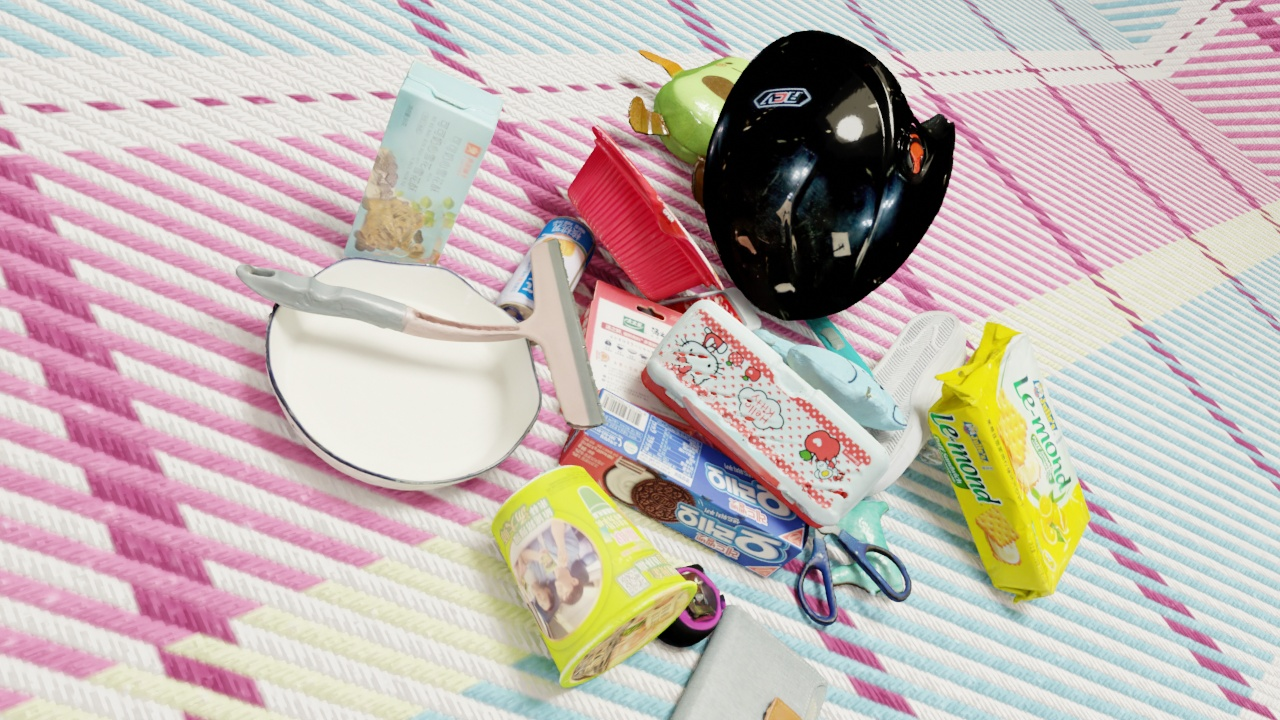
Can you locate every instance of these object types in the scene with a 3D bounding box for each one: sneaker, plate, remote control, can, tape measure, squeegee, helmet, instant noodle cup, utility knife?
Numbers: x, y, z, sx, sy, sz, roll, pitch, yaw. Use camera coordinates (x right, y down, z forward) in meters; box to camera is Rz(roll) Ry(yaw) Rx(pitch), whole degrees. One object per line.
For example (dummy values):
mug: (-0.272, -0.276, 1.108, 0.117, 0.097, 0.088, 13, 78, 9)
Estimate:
sneaker: (0.265, 0.058, 0.927, 0.241, 0.090, 0.091, -50, 130, -31)
plate: (-0.178, 0.011, 0.697, 0.204, 0.046, 0.204, 17, 47, -19)
remote control: (0.063, -0.041, 0.913, 0.135, 0.020, 0.056, -13, 62, -39)
can: (-0.085, -0.072, 0.818, 0.053, 0.053, 0.134, 31, 44, -7)
tape measure: (0.033, 0.184, 0.693, 0.057, 0.039, 0.057, -2, 57, -34)
squeegee: (-0.168, -0.036, 0.682, 0.249, 0.040, 0.247, 9, 36, -20)
helmet: (0.175, -0.179, 0.930, 0.234, 0.275, 0.229, 12, 54, 36)
instant noodle cup: (-0.005, -0.124, 0.857, 0.194, 0.066, 0.193, 52, 3, -4)
utility knife: (0.196, -0.029, 0.963, 0.029, 0.013, 0.186, -14, 44, -16)
instant noodle cup: (-0.040, 0.142, 0.640, 0.111, 0.112, 0.123, -16, 58, -40)

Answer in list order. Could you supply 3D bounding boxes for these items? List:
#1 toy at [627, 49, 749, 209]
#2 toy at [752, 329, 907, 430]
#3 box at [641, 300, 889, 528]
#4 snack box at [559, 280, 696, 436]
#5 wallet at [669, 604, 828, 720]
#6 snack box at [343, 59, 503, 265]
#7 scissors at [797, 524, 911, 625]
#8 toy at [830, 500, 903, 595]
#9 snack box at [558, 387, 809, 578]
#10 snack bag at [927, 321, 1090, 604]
toy: (0.084, -0.291, 1.083, 0.227, 0.090, 0.245, 41, 47, -6)
toy: (0.176, 0.016, 0.867, 0.161, 0.050, 0.156, 33, 2, -2)
box: (0.103, 0.038, 0.740, 0.201, 0.099, 0.095, 41, 37, 5)
snack box: (-0.005, 0.005, 0.814, 0.113, 0.044, 0.126, 21, 47, -16)
wallet: (0.082, 0.257, 0.668, 0.106, 0.037, 0.129, 37, 44, 0)
snack box: (-0.175, -0.144, 0.733, 0.074, 0.175, 0.051, 22, 40, -15)
scissors: (0.169, 0.154, 0.804, 0.163, 0.012, 0.162, 17, 55, 10)
toy: (0.199, 0.170, 0.821, 0.096, 0.030, 0.091, -6, 56, -23)
snack box: (0.039, 0.102, 0.752, 0.207, 0.058, 0.057, 29, 43, -9)
snack bag: (0.359, 0.099, 0.898, 0.157, 0.068, 0.246, -33, 104, -45)
